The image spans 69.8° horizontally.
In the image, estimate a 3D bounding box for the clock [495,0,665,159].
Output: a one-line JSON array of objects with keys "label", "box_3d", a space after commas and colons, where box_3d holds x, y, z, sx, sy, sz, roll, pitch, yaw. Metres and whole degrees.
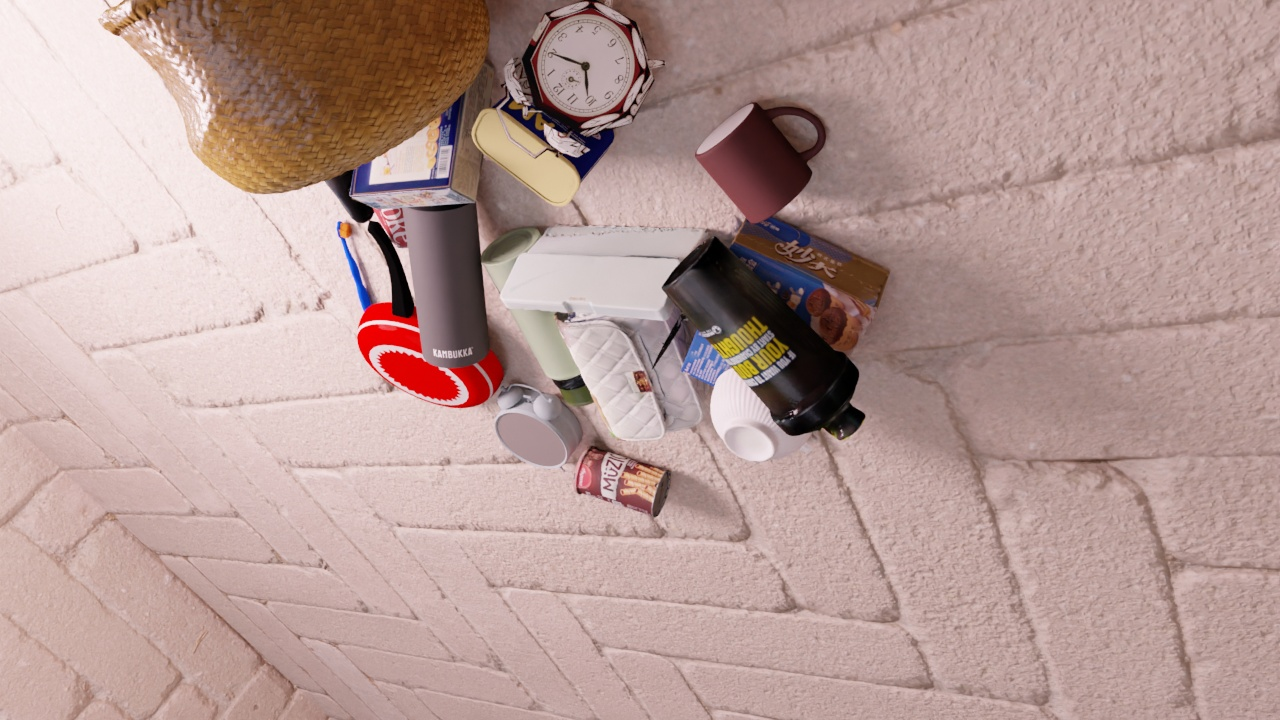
[{"label": "clock", "box_3d": [-0.061, -0.251, 0.840, 0.155, 0.065, 0.114, -38, 92, 11]}]

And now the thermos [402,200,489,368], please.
[{"label": "thermos", "box_3d": [-0.226, -0.114, 1.070, 0.082, 0.082, 0.241, 14, 124, 20]}]

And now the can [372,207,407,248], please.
[{"label": "can", "box_3d": [-0.293, -0.186, 1.101, 0.054, 0.053, 0.097, 9, 135, 25]}]

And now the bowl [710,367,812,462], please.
[{"label": "bowl", "box_3d": [0.125, 0.067, 0.984, 0.118, 0.062, 0.118, 17, 139, 15]}]

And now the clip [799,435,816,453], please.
[{"label": "clip", "box_3d": [0.158, 0.082, 1.105, 0.059, 0.050, 0.102, -34, 109, 34]}]

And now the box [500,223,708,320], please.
[{"label": "box", "box_3d": [-0.040, -0.101, 0.965, 0.197, 0.134, 0.041, 7, 145, 26]}]

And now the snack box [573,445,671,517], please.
[{"label": "snack box", "box_3d": [-0.025, 0.169, 1.285, 0.121, 0.072, 0.072, 15, 138, 18]}]

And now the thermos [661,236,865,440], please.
[{"label": "thermos", "box_3d": [0.120, -0.017, 0.881, 0.221, 0.097, 0.098, 44, 139, -10]}]

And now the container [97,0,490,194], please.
[{"label": "container", "box_3d": [-0.283, -0.292, 0.805, 0.308, 0.306, 0.196, -3, 133, 34]}]

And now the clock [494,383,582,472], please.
[{"label": "clock", "box_3d": [-0.149, 0.091, 1.303, 0.123, 0.045, 0.159, 12, 138, 21]}]

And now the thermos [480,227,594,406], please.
[{"label": "thermos", "box_3d": [-0.104, -0.047, 1.112, 0.082, 0.082, 0.231, -1, 130, 33]}]

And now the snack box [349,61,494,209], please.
[{"label": "snack box", "box_3d": [-0.226, -0.234, 0.948, 0.145, 0.144, 0.042, 3, 172, 31]}]

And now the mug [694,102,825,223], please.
[{"label": "mug", "box_3d": [0.115, -0.190, 0.836, 0.106, 0.073, 0.082, -38, 108, 19]}]

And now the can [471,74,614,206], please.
[{"label": "can", "box_3d": [-0.092, -0.223, 0.906, 0.116, 0.092, 0.057, 37, 140, -6]}]

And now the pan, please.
[{"label": "pan", "box_3d": [-0.300, -0.044, 1.206, 0.209, 0.067, 0.357, 13, 150, 15]}]

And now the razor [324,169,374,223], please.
[{"label": "razor", "box_3d": [-0.374, -0.234, 1.113, 0.151, 0.053, 0.067, 46, 160, -8]}]

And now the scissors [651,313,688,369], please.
[{"label": "scissors", "box_3d": [0.047, -0.041, 0.954, 0.012, 0.170, 0.121, 18, 166, 15]}]

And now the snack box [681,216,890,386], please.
[{"label": "snack box", "box_3d": [0.146, -0.038, 0.966, 0.155, 0.069, 0.203, 26, 141, 7]}]

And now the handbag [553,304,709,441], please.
[{"label": "handbag", "box_3d": [-0.006, 0.006, 1.079, 0.139, 0.072, 0.195, -12, 126, 19]}]

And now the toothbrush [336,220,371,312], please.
[{"label": "toothbrush", "box_3d": [-0.388, -0.116, 1.262, 0.018, 0.016, 0.183, 12, 136, 15]}]
